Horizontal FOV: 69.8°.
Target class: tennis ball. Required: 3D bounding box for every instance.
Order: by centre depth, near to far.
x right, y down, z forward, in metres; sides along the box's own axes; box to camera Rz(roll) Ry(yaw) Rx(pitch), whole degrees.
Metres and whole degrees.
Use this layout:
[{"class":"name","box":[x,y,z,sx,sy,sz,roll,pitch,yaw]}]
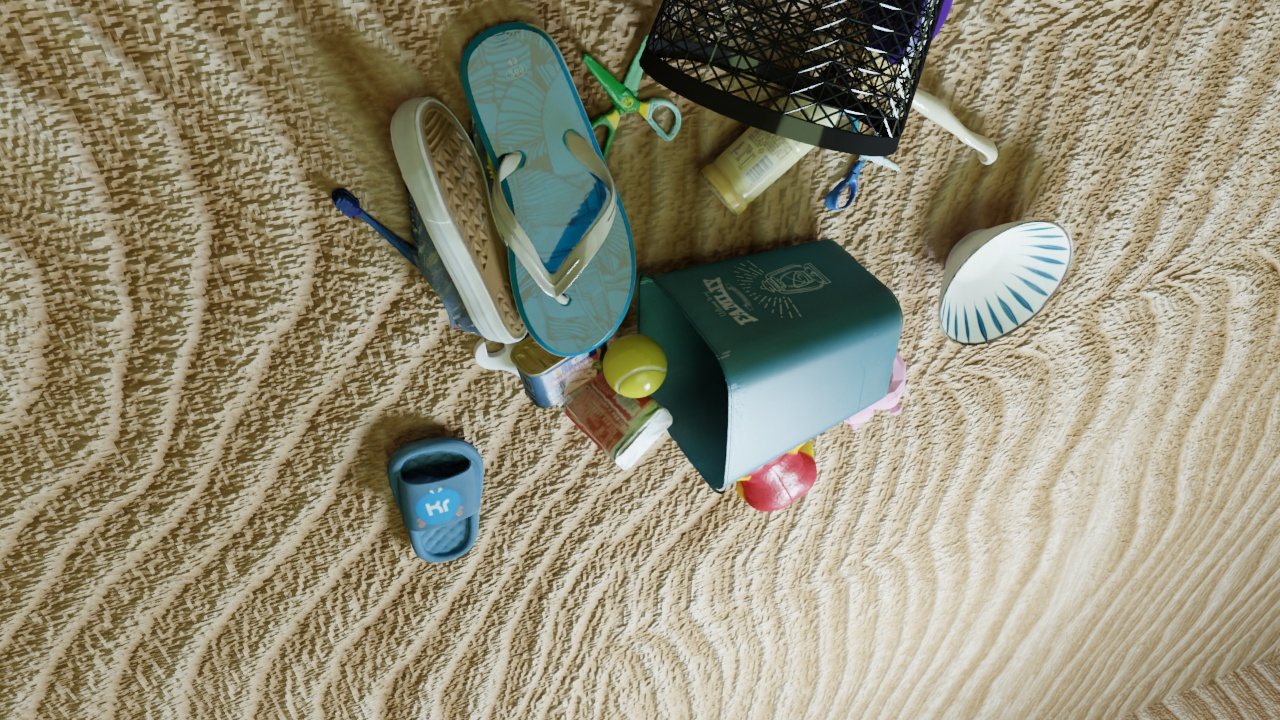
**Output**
[{"class":"tennis ball","box":[-0.006,0.005,0.929,0.065,0.065,0.065,-14,134,-15]}]

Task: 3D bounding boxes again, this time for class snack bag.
[{"class":"snack bag","box":[-0.027,0.057,0.982,0.077,0.116,0.036,-47,136,-5]}]

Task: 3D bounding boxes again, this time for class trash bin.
[{"class":"trash bin","box":[0.138,-0.310,0.683,0.216,0.217,0.244,3,121,-28]},{"class":"trash bin","box":[0.135,-0.010,0.968,0.218,0.196,0.199,-20,136,-18]}]

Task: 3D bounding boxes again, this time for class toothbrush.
[{"class":"toothbrush","box":[-0.206,-0.093,0.835,0.016,0.017,0.190,-38,135,10]}]

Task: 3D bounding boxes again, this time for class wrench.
[{"class":"wrench","box":[-0.086,0.043,1.024,0.047,0.009,0.273,-38,135,10]}]

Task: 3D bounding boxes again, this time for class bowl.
[{"class":"bowl","box":[0.414,-0.107,1.090,0.177,0.070,0.178,-13,134,-14]}]

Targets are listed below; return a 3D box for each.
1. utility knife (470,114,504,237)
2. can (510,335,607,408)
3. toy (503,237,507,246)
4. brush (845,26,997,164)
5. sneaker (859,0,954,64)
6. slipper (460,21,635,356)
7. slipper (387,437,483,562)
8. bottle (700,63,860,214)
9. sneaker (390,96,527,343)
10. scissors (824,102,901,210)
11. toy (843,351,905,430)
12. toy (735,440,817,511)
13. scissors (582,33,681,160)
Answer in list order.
[{"class":"utility knife","box":[-0.134,-0.147,0.822,0.028,0.020,0.174,-15,134,-16]},{"class":"can","box":[-0.079,-0.002,0.945,0.099,0.054,0.059,-33,140,-17]},{"class":"toy","box":[-0.076,-0.127,0.844,0.112,0.050,0.087,-46,142,-12]},{"class":"brush","box":[0.287,-0.257,0.909,0.078,0.062,0.272,-35,143,30]},{"class":"sneaker","box":[0.268,-0.369,0.760,0.111,0.092,0.245,-1,119,-28]},{"class":"slipper","box":[-0.070,-0.133,0.777,0.118,0.060,0.295,-20,117,-10]},{"class":"slipper","box":[-0.221,0.163,1.033,0.103,0.059,0.214,-15,136,-17]},{"class":"bottle","box":[0.133,-0.211,0.866,0.162,0.056,0.056,-41,135,13]},{"class":"sneaker","box":[-0.170,-0.110,0.793,0.079,0.087,0.236,-2,129,21]},{"class":"scissors","box":[0.226,-0.212,0.945,0.127,0.014,0.133,10,120,-38]},{"class":"toy","box":[0.269,0.028,1.118,0.067,0.123,0.158,-36,128,-15]},{"class":"toy","box":[0.153,0.111,1.147,0.147,0.098,0.216,-38,141,-1]},{"class":"scissors","box":[-0.007,-0.228,0.814,0.127,0.011,0.126,3,129,-30]}]
